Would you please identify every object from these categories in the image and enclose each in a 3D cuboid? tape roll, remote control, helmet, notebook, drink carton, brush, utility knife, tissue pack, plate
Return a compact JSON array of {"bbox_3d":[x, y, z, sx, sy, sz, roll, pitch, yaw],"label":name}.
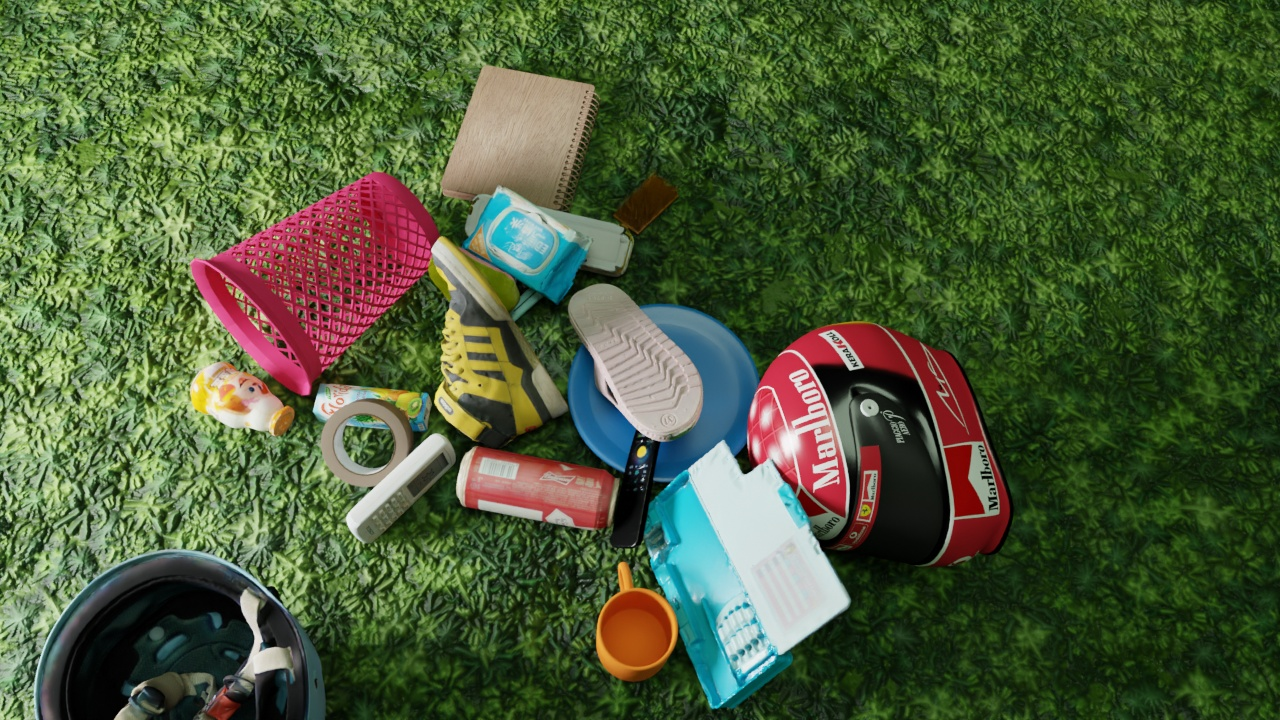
[{"bbox_3d":[-0.298,0.089,1.003,0.094,0.030,0.094,0,96,-1],"label":"tape roll"},{"bbox_3d":[-0.256,0.137,0.990,0.025,0.060,0.138,38,69,17],"label":"remote control"},{"bbox_3d":[0.228,0.091,0.962,0.224,0.198,0.270,-6,64,-15],"label":"helmet"},{"bbox_3d":[-0.154,-0.293,1.220,0.169,0.022,0.210,11,65,3],"label":"notebook"},{"bbox_3d":[0.000,0.130,0.996,0.020,0.041,0.151,31,62,-38],"label":"remote control"},{"bbox_3d":[-0.304,0.053,1.039,0.129,0.039,0.044,5,65,-1],"label":"drink carton"},{"bbox_3d":[-0.411,0.308,0.842,0.225,0.167,0.265,-37,74,-20],"label":"helmet"},{"bbox_3d":[-0.006,-0.189,1.180,0.048,0.017,0.126,39,69,14],"label":"brush"},{"bbox_3d":[-0.144,-0.067,1.119,0.022,0.015,0.120,43,73,7],"label":"utility knife"},{"bbox_3d":[-0.134,-0.140,1.094,0.144,0.061,0.093,31,89,8],"label":"tissue pack"},{"bbox_3d":[0.027,0.038,1.072,0.224,0.024,0.224,1,65,-3],"label":"plate"}]

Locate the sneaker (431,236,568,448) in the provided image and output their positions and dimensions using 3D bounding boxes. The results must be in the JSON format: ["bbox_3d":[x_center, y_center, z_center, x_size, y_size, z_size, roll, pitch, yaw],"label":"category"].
[{"bbox_3d":[-0.189,-0.009,1.007,0.122,0.086,0.238,-35,106,-9],"label":"sneaker"}]

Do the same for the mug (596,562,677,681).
[{"bbox_3d":[-0.009,0.261,0.926,0.077,0.096,0.112,-10,66,-8],"label":"mug"}]

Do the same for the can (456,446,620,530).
[{"bbox_3d":[-0.110,0.139,0.994,0.170,0.067,0.067,10,65,1],"label":"can"}]

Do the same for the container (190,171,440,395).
[{"bbox_3d":[-0.352,-0.102,1.045,0.183,0.184,0.225,38,61,14],"label":"container"}]

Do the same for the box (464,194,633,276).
[{"bbox_3d":[-0.114,-0.155,1.148,0.210,0.044,0.065,14,84,5],"label":"box"}]

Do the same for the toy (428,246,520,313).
[{"bbox_3d":[-0.198,-0.090,1.073,0.110,0.090,0.051,42,48,-27],"label":"toy"}]

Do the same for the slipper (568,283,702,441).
[{"bbox_3d":[-0.006,0.006,1.037,0.094,0.064,0.239,-23,51,-16],"label":"slipper"}]

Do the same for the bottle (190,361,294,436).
[{"bbox_3d":[-0.441,0.047,1.021,0.109,0.063,0.063,24,66,8],"label":"bottle"}]

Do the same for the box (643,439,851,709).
[{"bbox_3d":[0.094,0.195,0.904,0.182,0.039,0.226,-46,46,22],"label":"box"}]
